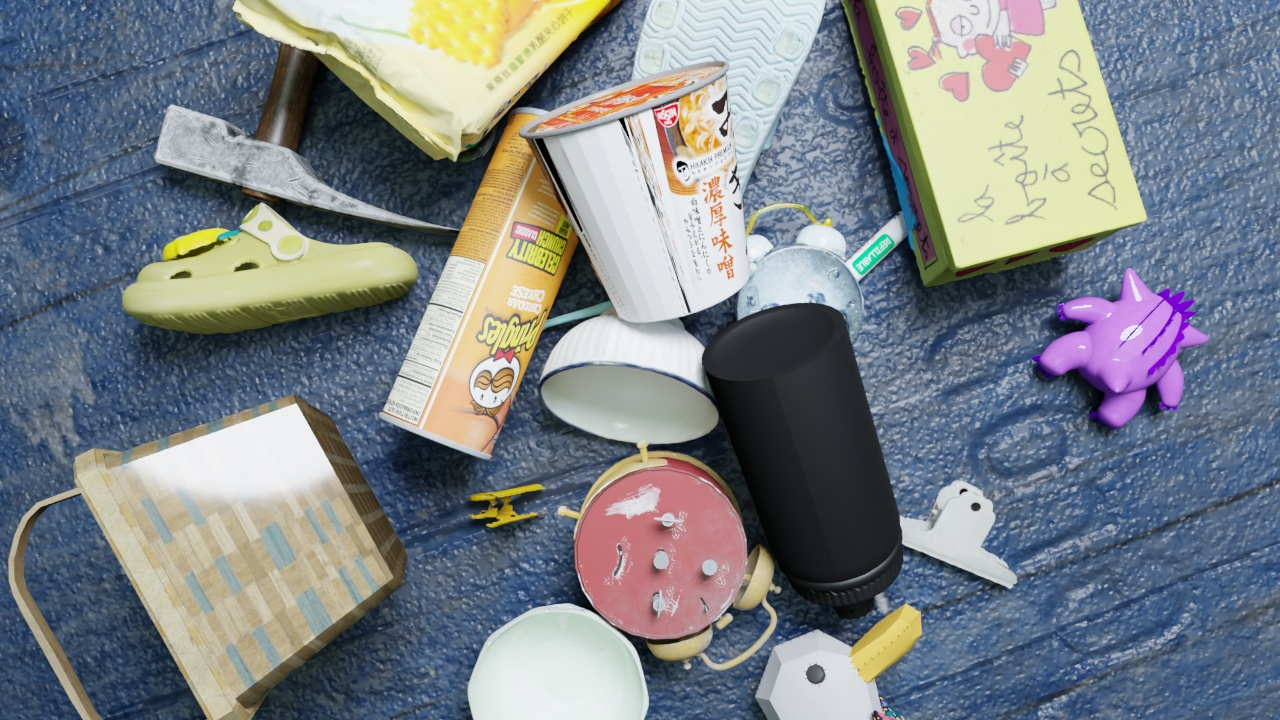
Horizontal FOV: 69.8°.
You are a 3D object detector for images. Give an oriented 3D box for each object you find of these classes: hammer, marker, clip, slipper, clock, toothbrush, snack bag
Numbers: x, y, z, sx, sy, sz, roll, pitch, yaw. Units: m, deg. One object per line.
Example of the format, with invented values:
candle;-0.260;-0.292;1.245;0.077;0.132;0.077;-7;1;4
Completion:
hammer;-0.184;-0.244;0.629;0.218;0.037;0.300;16;91;1
marker;0.197;-0.109;0.631;0.145;0.017;0.017;-43;90;2
clip;-0.096;0.103;0.632;0.050;0.053;0.044;-40;72;25
slipper;0.039;-0.156;0.610;0.104;0.074;0.246;20;107;4
clock;0.024;0.135;0.607;0.117;0.081;0.159;-40;90;2
clip;0.219;0.112;0.638;0.102;0.046;0.056;22;96;0
toothbrush;-0.010;-0.040;0.612;0.181;0.016;0.016;-13;71;18
clock;0.102;-0.048;0.615;0.083;0.057;0.117;-8;91;2
snack bag;-0.106;-0.238;0.576;0.159;0.068;0.246;37;63;2
slipper;-0.247;-0.066;0.609;0.190;0.091;0.081;-8;88;-2

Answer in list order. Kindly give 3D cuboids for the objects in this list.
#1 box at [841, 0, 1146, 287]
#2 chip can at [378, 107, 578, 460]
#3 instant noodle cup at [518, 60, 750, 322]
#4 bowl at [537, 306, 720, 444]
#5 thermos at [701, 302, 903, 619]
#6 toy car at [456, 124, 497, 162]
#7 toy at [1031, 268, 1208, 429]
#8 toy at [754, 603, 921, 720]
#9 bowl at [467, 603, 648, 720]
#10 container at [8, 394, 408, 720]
box;0.217;-0.167;0.584;0.124;0.082;0.221;-12;81;2
chip can;-0.091;-0.049;0.594;0.075;0.075;0.215;21;83;1
instant noodle cup;0.008;-0.095;0.539;0.123;0.123;0.122;-18;112;1
bowl;-0.004;0.003;0.600;0.118;0.118;0.062;9;63;1
thermos;0.110;0.071;0.576;0.086;0.086;0.199;-21;116;1
toy car;-0.133;-0.162;0.596;0.090;0.027;0.038;39;79;2
toy;0.325;-0.008;0.610;0.106;0.056;0.088;41;88;-1
toy;0.158;0.312;0.586;0.267;0.141;0.247;43;93;18
bowl;-0.053;0.217;0.621;0.117;0.061;0.117;0;92;2
container;-0.249;0.121;0.532;0.186;0.250;0.157;-29;90;-15
